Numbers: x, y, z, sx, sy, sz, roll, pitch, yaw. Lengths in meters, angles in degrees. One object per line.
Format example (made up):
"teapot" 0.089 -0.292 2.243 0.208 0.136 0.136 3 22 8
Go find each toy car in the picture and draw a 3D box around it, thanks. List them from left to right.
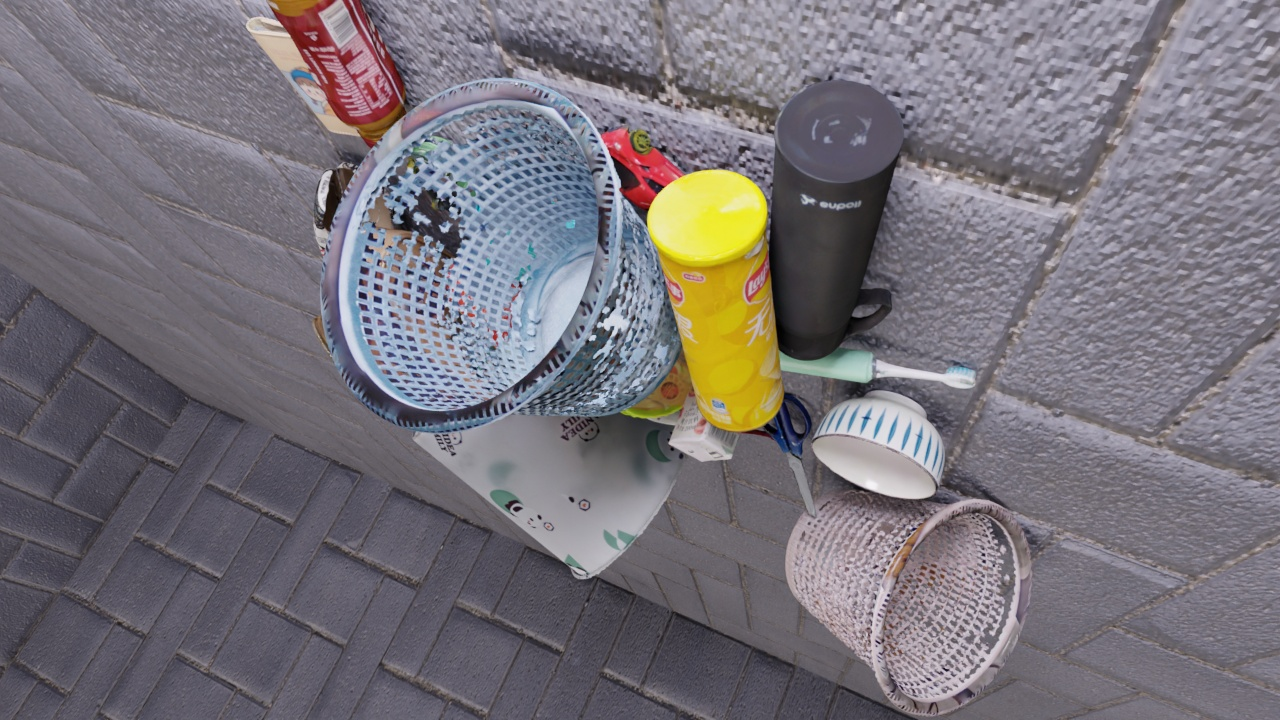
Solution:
"toy car" -0.165 -0.154 0.787 0.043 0.036 0.091 18 157 18
"toy car" 0.010 -0.125 0.657 0.106 0.031 0.049 34 160 -26

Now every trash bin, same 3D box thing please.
"trash bin" -0.071 -0.049 0.642 0.227 0.226 0.195 15 175 29
"trash bin" -0.108 0.088 1.063 0.252 0.229 0.230 37 158 -12
"trash bin" 0.272 0.235 0.995 0.227 0.227 0.192 38 169 -30

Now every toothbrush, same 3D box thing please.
"toothbrush" 0.085 0.069 0.979 0.187 0.016 0.017 11 178 -24
"toothbrush" 0.157 0.001 0.753 0.225 0.027 0.026 9 133 23

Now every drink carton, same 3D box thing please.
"drink carton" 0.075 0.028 0.820 0.045 0.122 0.054 32 157 -21

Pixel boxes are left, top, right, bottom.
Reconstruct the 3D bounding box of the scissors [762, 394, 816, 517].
"scissors" 0.154 0.101 0.974 0.108 0.012 0.175 26 140 23

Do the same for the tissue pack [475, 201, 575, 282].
"tissue pack" -0.082 -0.099 0.800 0.133 0.050 0.093 26 159 -2

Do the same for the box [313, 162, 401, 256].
"box" -0.280 -0.141 0.930 0.088 0.076 0.163 0 161 -9

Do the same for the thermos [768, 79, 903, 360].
"thermos" 0.128 -0.077 0.598 0.090 0.068 0.243 -4 157 5

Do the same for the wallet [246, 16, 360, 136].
"wallet" -0.255 -0.226 0.745 0.087 0.024 0.115 22 159 27

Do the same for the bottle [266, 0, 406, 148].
"bottle" -0.210 -0.218 0.656 0.057 0.057 0.175 21 159 15

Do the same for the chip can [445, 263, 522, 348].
"chip can" -0.114 -0.037 0.856 0.216 0.073 0.073 38 174 47

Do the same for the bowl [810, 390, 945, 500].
"bowl" 0.220 0.070 0.826 0.116 0.066 0.117 23 159 9

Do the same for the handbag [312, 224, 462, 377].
"handbag" -0.250 -0.055 0.926 0.100 0.147 0.204 8 174 13

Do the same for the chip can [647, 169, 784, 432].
"chip can" 0.057 -0.031 0.626 0.072 0.071 0.213 18 153 22

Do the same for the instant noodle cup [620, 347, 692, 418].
"instant noodle cup" -0.005 0.005 0.897 0.111 0.111 0.123 29 167 -7
